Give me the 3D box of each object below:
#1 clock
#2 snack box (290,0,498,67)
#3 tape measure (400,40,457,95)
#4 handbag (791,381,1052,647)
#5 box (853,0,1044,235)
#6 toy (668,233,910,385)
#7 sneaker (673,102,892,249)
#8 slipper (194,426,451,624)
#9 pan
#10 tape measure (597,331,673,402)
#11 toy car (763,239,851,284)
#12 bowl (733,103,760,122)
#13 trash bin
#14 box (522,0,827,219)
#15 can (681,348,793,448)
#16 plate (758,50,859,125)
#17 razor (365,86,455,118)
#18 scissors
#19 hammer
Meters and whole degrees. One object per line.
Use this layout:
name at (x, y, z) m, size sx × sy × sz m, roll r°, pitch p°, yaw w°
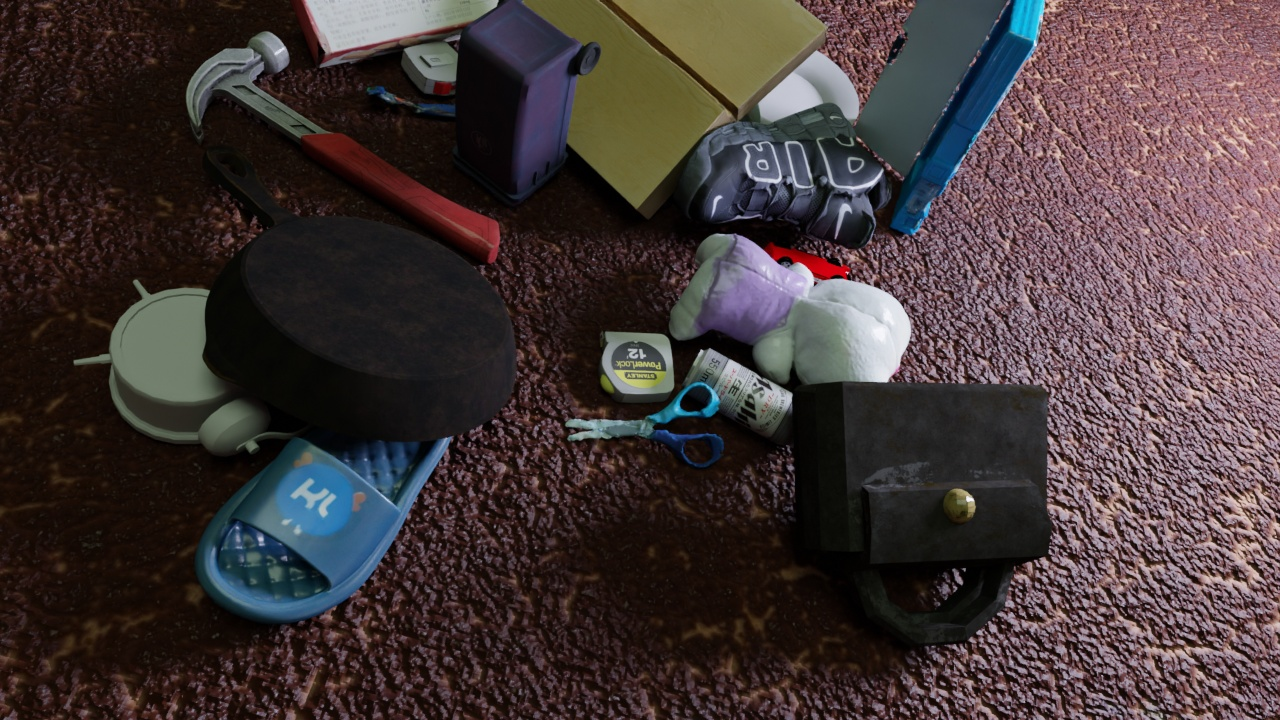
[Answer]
clock at (-0.303, 0.010, 0.660) m, size 0.159 × 0.061 × 0.119 m, roll 21°, pitch 52°, yaw -8°
snack box at (-0.210, -0.364, 0.934) m, size 0.272 × 0.044 × 0.076 m, roll -24°, pitch 98°, yaw -29°
tape measure at (-0.201, -0.292, 0.914) m, size 0.060 × 0.020 × 0.062 m, roll 46°, pitch 47°, yaw 16°
handbag at (0.219, 0.117, 0.706) m, size 0.197 × 0.102 × 0.199 m, roll 0°, pitch 83°, yaw -16°
box at (0.309, -0.265, 0.919) m, size 0.075 × 0.244 × 0.166 m, roll -2°, pitch 56°, yaw -15°
toy at (0.140, -0.040, 0.809) m, size 0.209 × 0.086 × 0.137 m, roll 25°, pitch 54°, yaw -1°
sneaker at (0.151, -0.155, 0.883) m, size 0.251 × 0.097 × 0.151 m, roll -25°, pitch 62°, yaw -36°
slipper at (-0.202, 0.087, 0.628) m, size 0.104 × 0.059 × 0.213 m, roll 41°, pitch 53°, yaw -5°
pan at (-0.238, -0.076, 0.704) m, size 0.356 × 0.043 × 0.248 m, roll 43°, pitch 35°, yaw 24°
tape measure at (-0.005, 0.005, 0.778) m, size 0.064 × 0.017 × 0.065 m, roll 2°, pitch 56°, yaw -16°
toy car at (0.161, -0.089, 0.887) m, size 0.089 × 0.025 × 0.038 m, roll 18°, pitch 36°, yaw -10°
bowl at (0.049, -0.282, 0.948) m, size 0.174 × 0.068 × 0.174 m, roll 4°, pitch 60°, yaw -7°
trash bin at (-0.109, -0.226, 0.814) m, size 0.094 × 0.161 × 0.092 m, roll 38°, pitch 60°, yaw 10°
box at (0.004, -0.308, 0.897) m, size 0.257 × 0.076 × 0.247 m, roll -44°, pitch 76°, yaw -5°
can at (0.090, 0.032, 0.771) m, size 0.106 × 0.044 × 0.043 m, roll 29°, pitch 53°, yaw 3°
plate at (0.165, -0.307, 1.045) m, size 0.172 × 0.019 × 0.172 m, roll 8°, pitch 54°, yaw -12°
razor at (-0.194, -0.244, 0.890) m, size 0.141 × 0.018 × 0.044 m, roll 7°, pitch 18°, yaw -15°
scissors at (0.003, 0.059, 0.737) m, size 0.134 × 0.016 × 0.073 m, roll -6°, pitch 86°, yaw -10°
hammer at (-0.260, -0.177, 0.817) m, size 0.316 × 0.036 × 0.125 m, roll 33°, pitch 56°, yaw 5°
